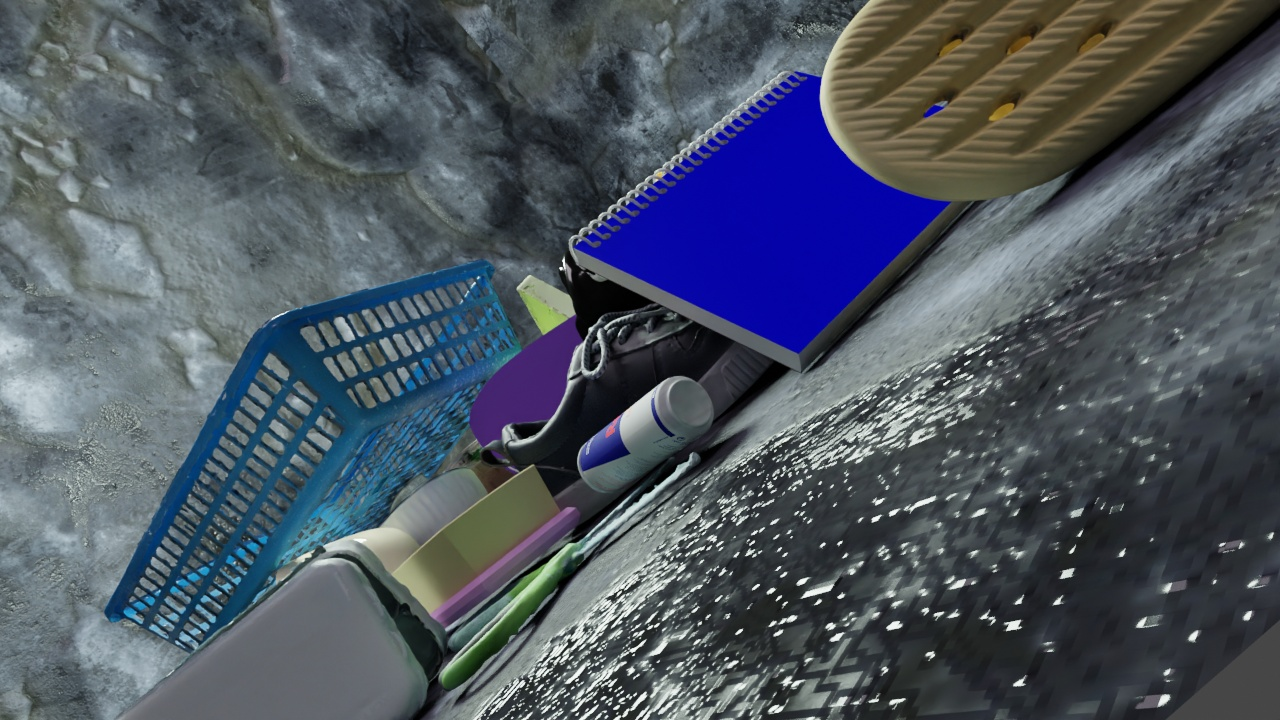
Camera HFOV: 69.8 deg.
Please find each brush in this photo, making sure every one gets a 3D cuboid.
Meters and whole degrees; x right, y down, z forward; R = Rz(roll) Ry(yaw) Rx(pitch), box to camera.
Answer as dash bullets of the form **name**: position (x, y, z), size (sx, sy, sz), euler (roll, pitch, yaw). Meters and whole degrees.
- **brush**: position (-0.120, 0.137, 0.567), size (0.089, 0.043, 0.229), euler (-34, -6, -43)

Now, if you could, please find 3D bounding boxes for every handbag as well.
- **handbag**: position (0.021, -0.068, 0.625), size (0.154, 0.114, 0.125), euler (-19, -25, 7)

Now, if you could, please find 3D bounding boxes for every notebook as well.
- **notebook**: position (0.087, -0.095, 0.528), size (0.208, 0.172, 0.022), euler (-42, -41, -24)

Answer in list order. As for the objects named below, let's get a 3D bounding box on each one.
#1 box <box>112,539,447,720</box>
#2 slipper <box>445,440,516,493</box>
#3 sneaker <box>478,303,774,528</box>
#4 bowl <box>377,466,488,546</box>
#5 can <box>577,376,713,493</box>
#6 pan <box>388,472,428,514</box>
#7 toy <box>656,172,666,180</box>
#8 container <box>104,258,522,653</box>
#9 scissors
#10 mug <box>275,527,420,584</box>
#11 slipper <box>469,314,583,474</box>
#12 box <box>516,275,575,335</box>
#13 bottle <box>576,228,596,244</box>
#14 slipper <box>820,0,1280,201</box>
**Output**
- **box**: position (-0.200, 0.185, 0.465), size (0.215, 0.122, 0.083), euler (-37, -21, -1)
- **slipper**: position (-0.124, 0.123, 0.925), size (0.094, 0.064, 0.239), euler (-39, -16, -11)
- **sneaker**: position (0.007, 0.005, 0.550), size (0.236, 0.087, 0.089), euler (-41, 2, 12)
- **bowl**: position (-0.168, 0.155, 0.782), size (0.118, 0.062, 0.118), euler (-42, -19, -18)
- **can**: position (0.001, 0.040, 0.475), size (0.032, 0.032, 0.095), euler (-43, 1, -39)
- **pan**: position (-0.231, 0.193, 0.902), size (0.186, 0.055, 0.358), euler (-40, -7, -33)
- **toy**: position (0.155, -0.162, 0.903), size (0.268, 0.140, 0.246), euler (-16, -12, 10)
- **container**: position (-0.253, 0.090, 0.760), size (0.363, 0.089, 0.256), euler (-49, -10, 29)
- **scissors**: position (-0.040, 0.099, 0.453), size (0.170, 0.025, 0.160), euler (-37, -7, -38)
- **mug**: position (-0.202, 0.175, 0.675), size (0.099, 0.096, 0.120), euler (-24, -1, -12)
- **slipper**: position (-0.004, 0.004, 0.720), size (0.266, 0.107, 0.084), euler (-42, -21, -16)
- **box**: position (-0.068, 0.008, 0.814), size (0.091, 0.083, 0.188), euler (-36, -32, -11)
- **bottle**: position (-0.012, -0.042, 0.810), size (0.071, 0.071, 0.207), euler (-41, -32, -10)
- **slipper**: position (0.202, -0.156, 0.381), size (0.262, 0.111, 0.079), euler (-37, -19, 15)
